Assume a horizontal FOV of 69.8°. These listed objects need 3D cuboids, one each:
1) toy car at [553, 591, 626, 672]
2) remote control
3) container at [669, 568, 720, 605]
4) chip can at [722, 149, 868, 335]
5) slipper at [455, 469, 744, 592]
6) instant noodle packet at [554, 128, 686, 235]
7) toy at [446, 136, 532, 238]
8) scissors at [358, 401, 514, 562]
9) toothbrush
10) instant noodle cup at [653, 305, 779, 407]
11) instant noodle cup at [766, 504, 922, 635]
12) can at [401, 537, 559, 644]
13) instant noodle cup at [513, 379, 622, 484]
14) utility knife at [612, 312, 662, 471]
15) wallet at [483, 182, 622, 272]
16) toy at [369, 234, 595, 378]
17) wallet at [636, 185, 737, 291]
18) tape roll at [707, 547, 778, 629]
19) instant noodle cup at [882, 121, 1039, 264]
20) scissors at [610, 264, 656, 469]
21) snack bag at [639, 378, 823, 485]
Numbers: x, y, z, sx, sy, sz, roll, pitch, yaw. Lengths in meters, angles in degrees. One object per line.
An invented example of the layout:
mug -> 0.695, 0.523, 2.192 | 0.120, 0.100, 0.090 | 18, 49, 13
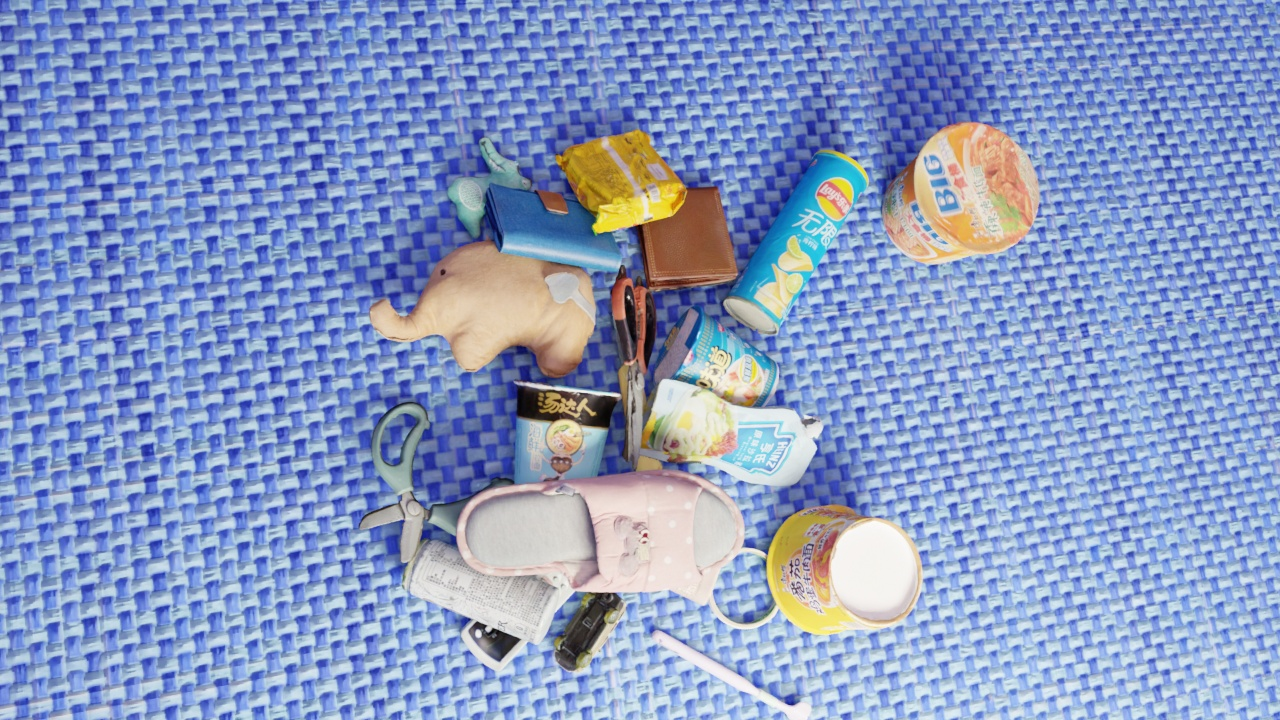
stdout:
toy car -> -0.051, 0.277, 0.937 | 0.090, 0.042, 0.035 | -54, 139, -15
remote control -> -0.115, 0.245, 0.939 | 0.058, 0.021, 0.149 | 45, 75, -3
container -> 0.024, 0.186, 0.944 | 0.111, 0.090, 0.089 | 23, 78, -5
chip can -> 0.174, -0.133, 1.028 | 0.071, 0.071, 0.210 | 34, 77, -5
slipper -> -0.035, 0.160, 0.864 | 0.274, 0.054, 0.114 | 1, 88, -6
instant noodle packet -> -0.021, -0.191, 0.983 | 0.110, 0.044, 0.128 | -19, 52, -12
toy -> -0.164, -0.189, 0.986 | 0.091, 0.030, 0.096 | -28, 91, -18
scissors -> -0.195, 0.125, 0.920 | 0.179, 0.019, 0.170 | 14, 54, -26
toothbrush -> 0.095, 0.333, 0.973 | 0.189, 0.021, 0.029 | 30, 109, -5
instant noodle cup -> 0.084, 0.009, 0.982 | 0.110, 0.099, 0.099 | 28, 77, -16
instant noodle cup -> 0.217, 0.219, 0.959 | 0.138, 0.110, 0.138 | 4, 77, -18
can -> -0.155, 0.225, 0.899 | 0.147, 0.058, 0.058 | 20, 78, 6
instant noodle cup -> -0.080, 0.085, 0.930 | 0.111, 0.111, 0.120 | 8, 88, -11
utility knife -> -0.004, 0.042, 0.992 | 0.031, 0.022, 0.219 | -9, 91, -14
wallet -> -0.091, -0.138, 0.956 | 0.133, 0.040, 0.106 | 8, 38, -27
toy -> -0.158, -0.059, 0.943 | 0.226, 0.083, 0.143 | 5, 69, -9
wallet -> 0.049, -0.138, 1.013 | 0.101, 0.032, 0.124 | -5, 68, -12
tape roll -> 0.113, 0.245, 0.991 | 0.085, 0.014, 0.085 | 2, 82, -12
instant noodle cup -> 0.357, -0.182, 1.052 | 0.151, 0.111, 0.151 | 2, 82, -12
scissors -> -0.011, 0.001, 0.936 | 0.015, 0.206, 0.193 | -11, 110, 22
snack bag -> 0.095, 0.080, 0.968 | 0.191, 0.038, 0.110 | 15, 119, -11
